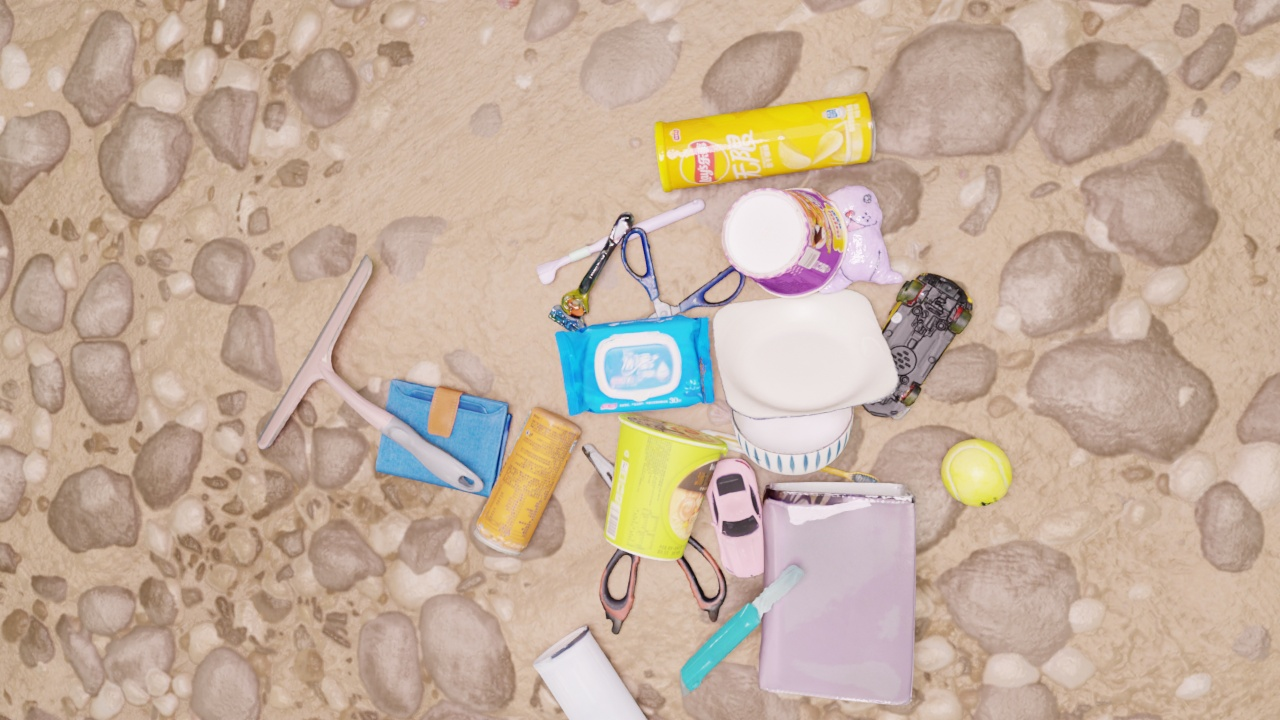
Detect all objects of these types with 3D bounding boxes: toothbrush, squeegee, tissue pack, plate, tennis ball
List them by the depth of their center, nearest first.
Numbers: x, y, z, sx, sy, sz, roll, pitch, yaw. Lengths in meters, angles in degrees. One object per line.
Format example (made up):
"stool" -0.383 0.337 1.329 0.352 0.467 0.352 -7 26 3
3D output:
"tennis ball" 0.326 0.109 0.891 0.065 0.065 0.065 0 88 6
"plate" 0.157 -0.001 0.896 0.164 0.034 0.163 -8 44 3
"tissue pack" -0.005 0.005 0.927 0.157 0.052 0.095 -5 96 4
"toothbrush" 0.151 0.100 0.935 0.191 0.018 0.016 16 88 6
"squeegee" -0.262 0.059 0.942 0.249 0.040 0.248 36 101 12
"toothbrush" -0.020 -0.127 0.962 0.189 0.021 0.029 -23 54 4

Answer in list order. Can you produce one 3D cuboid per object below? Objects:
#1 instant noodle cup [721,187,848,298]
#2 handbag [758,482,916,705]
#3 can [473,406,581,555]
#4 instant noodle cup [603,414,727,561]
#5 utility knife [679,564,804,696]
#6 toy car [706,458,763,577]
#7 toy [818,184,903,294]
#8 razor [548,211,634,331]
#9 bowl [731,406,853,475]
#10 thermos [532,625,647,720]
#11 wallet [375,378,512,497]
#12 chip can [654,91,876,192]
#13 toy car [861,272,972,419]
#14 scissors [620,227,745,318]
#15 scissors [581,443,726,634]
"instant noodle cup" 0.133 -0.119 0.889 0.112 0.099 0.111 0 90 28
"handbag" 0.188 0.219 0.886 0.145 0.098 0.197 1 91 5
"can" -0.116 0.123 0.945 0.058 0.058 0.146 26 91 7
"instant noodle cup" 0.018 0.126 0.899 0.112 0.111 0.123 15 93 7
"utility knife" 0.093 0.262 0.886 0.224 0.013 0.029 -56 45 35
"toy car" 0.100 0.160 0.931 0.056 0.037 0.122 -14 88 7
"toy" 0.213 -0.123 0.925 0.084 0.039 0.108 -10 88 13
"razor" -0.046 -0.090 0.945 0.042 0.022 0.143 34 108 4
"bowl" 0.149 0.068 0.902 0.116 0.066 0.116 -6 44 5
"thermos" -0.022 0.382 0.922 0.073 0.073 0.224 -34 85 4
"wallet" -0.208 0.081 0.969 0.133 0.040 0.106 12 94 7
"chip can" 0.123 -0.218 0.922 0.213 0.072 0.072 -6 87 6
"toy car" 0.266 -0.015 0.913 0.071 0.041 0.156 32 95 7
"scissors" 0.032 -0.059 0.951 0.162 0.012 0.173 -14 94 1
"scissors" 0.008 0.181 0.950 0.189 0.015 0.227 18 90 6
